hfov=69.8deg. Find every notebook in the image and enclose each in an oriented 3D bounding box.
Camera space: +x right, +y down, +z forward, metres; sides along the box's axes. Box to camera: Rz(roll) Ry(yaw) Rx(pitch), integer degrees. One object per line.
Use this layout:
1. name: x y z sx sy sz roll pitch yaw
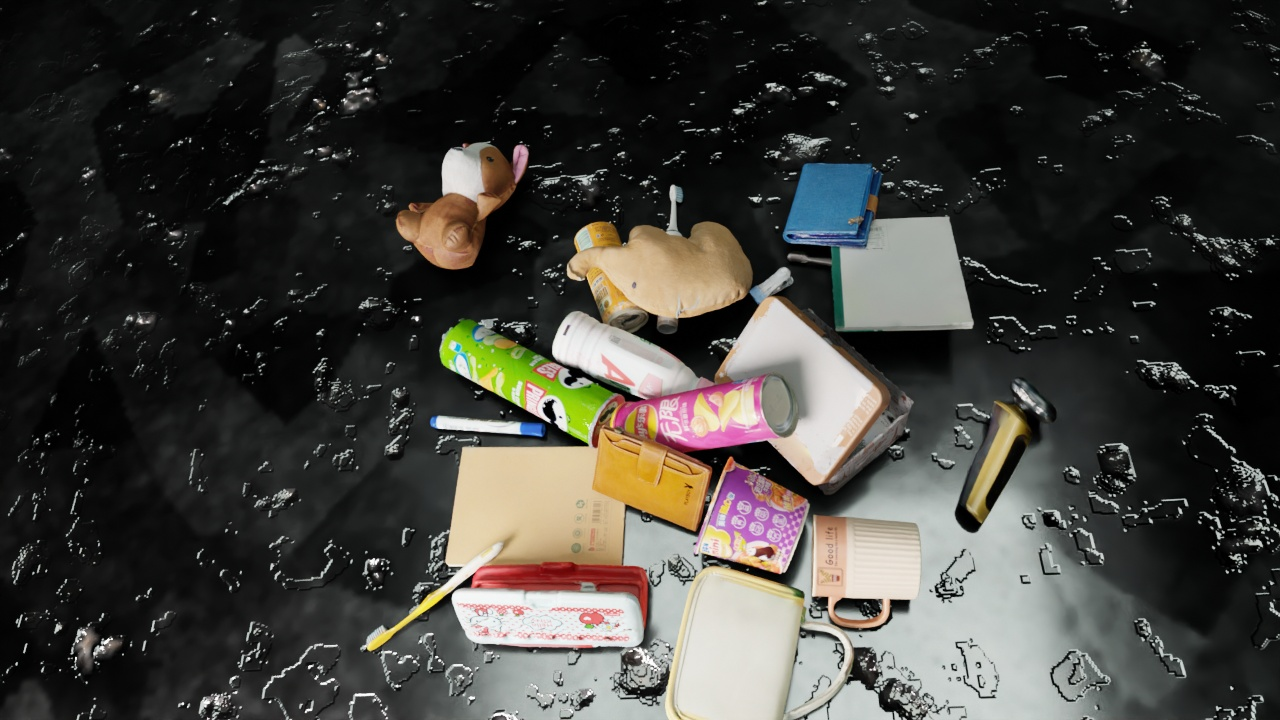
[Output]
1. notebook: 0.305 -0.108 1.096 0.150 0.012 0.208 -1 43 10
2. notebook: -0.119 0.170 1.078 0.208 0.008 0.147 -2 63 9

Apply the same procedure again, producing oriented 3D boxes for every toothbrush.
1. toothbrush: -0.233 0.264 1.042 0.191 0.016 0.018 -38 55 -4
2. toothbrush: 0.040 -0.137 1.192 0.026 0.027 0.220 17 61 -25
3. toothbrush: 0.288 -0.116 1.138 0.213 0.026 0.027 10 33 16

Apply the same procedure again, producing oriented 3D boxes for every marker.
1. marker: -0.189 0.080 1.130 0.146 0.017 0.016 3 64 12

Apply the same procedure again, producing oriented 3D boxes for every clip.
1. clip: 0.165 -0.094 1.151 0.057 0.028 0.024 -33 61 4

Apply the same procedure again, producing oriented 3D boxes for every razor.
1. razor: 0.396 0.099 0.995 0.068 0.062 0.167 15 70 50

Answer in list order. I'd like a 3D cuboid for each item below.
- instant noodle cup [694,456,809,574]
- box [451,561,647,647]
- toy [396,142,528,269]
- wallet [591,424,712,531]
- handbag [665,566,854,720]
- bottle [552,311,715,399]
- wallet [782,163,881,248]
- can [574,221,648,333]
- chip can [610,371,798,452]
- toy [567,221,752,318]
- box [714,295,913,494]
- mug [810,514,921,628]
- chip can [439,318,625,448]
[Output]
1. instant noodle cup: 0.121 0.172 0.982 0.099 0.112 0.111 21 69 11
2. box: -0.096 0.257 0.979 0.201 0.099 0.095 -1 64 9
3. toy: -0.240 -0.225 1.240 0.140 0.131 0.199 17 58 24
4. wallet: 0.013 0.124 1.014 0.131 0.119 0.035 20 45 14
5. handbag: 0.124 0.311 0.939 0.179 0.063 0.163 13 66 6
6. bottle: -0.007 0.006 1.102 0.197 0.068 0.068 24 70 12
7. wallet: 0.247 -0.199 1.169 0.106 0.040 0.132 6 54 20
8. can: -0.038 -0.106 1.172 0.058 0.058 0.146 -20 62 0
9. chip can: 0.066 0.065 1.003 0.211 0.071 0.071 -14 56 41
10. toy: 0.028 -0.110 1.115 0.225 0.083 0.143 -6 47 -20
11. box: 0.183 0.030 1.002 0.150 0.168 0.182 -39 64 -11
12. mug: 0.232 0.221 0.955 0.106 0.081 0.114 1 91 9
13. chip can: -0.135 0.025 1.118 0.236 0.072 0.072 26 71 22
